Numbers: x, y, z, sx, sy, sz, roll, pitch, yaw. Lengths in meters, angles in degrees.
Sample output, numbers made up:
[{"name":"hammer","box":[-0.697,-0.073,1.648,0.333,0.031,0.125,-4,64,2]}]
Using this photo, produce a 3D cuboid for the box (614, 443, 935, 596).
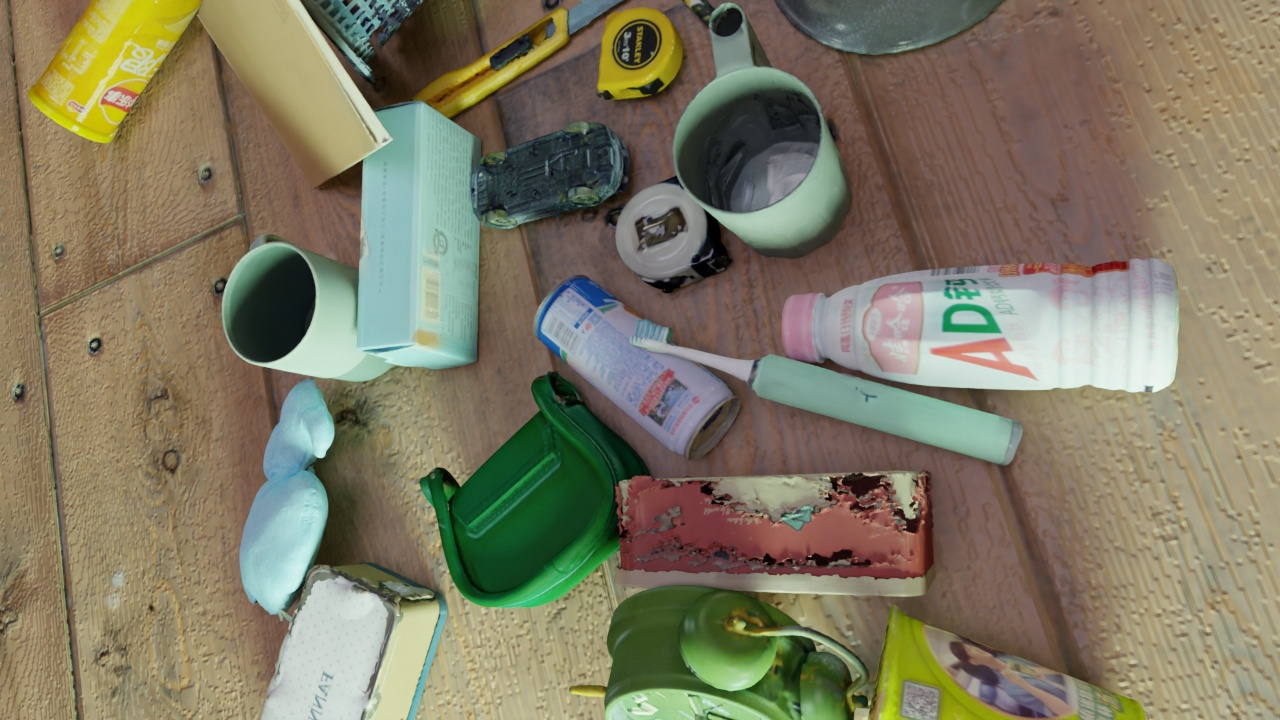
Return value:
[{"name":"box","box":[0.074,0.085,0.511,0.169,0.091,0.077,-4,83,22]}]

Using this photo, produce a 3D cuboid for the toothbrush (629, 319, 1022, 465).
[{"name":"toothbrush","box":[0.100,0.016,0.522,0.224,0.026,0.027,16,76,12]}]

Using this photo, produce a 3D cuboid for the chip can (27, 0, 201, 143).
[{"name":"chip can","box":[-0.437,-0.294,0.793,0.072,0.072,0.213,42,99,22]}]

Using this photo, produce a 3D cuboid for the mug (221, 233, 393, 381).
[{"name":"mug","box":[-0.229,-0.040,0.648,0.082,0.106,0.111,-40,70,13]}]

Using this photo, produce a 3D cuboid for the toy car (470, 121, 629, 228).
[{"name":"toy car","box":[-0.064,-0.125,0.632,0.121,0.036,0.054,-9,79,28]}]

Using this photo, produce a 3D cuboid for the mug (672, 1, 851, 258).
[{"name":"mug","box":[0.073,-0.129,0.538,0.084,0.103,0.124,-11,77,21]}]

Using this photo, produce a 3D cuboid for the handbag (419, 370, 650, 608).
[{"name":"handbag","box":[-0.069,0.086,0.583,0.131,0.068,0.120,-44,68,11]}]

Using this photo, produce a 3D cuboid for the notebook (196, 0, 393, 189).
[{"name":"notebook","box":[-0.240,-0.194,0.615,0.012,0.212,0.149,-39,110,-23]}]

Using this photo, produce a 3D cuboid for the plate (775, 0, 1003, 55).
[{"name":"plate","box":[0.160,-0.278,0.568,0.180,0.024,0.179,-3,81,22]}]

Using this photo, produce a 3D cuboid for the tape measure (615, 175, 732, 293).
[{"name":"tape measure","box":[0.019,-0.080,0.591,0.066,0.033,0.065,-22,73,18]}]

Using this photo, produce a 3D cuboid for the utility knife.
[{"name":"utility knife","box":[-0.090,-0.226,0.668,0.215,0.015,0.033,-27,75,16]}]

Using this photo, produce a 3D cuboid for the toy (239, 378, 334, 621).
[{"name":"toy","box":[-0.251,0.106,0.656,0.162,0.049,0.156,-48,42,35]}]

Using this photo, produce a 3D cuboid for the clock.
[{"name":"clock","box":[0.046,0.169,0.484,0.162,0.116,0.056,-36,27,40]}]

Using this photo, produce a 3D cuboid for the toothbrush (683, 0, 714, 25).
[{"name":"toothbrush","box":[-0.003,-0.298,0.642,0.012,0.017,0.186,-28,68,-23]}]

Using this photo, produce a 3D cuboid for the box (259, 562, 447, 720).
[{"name":"box","box":[-0.202,0.234,0.622,0.090,0.061,0.184,19,91,25]}]

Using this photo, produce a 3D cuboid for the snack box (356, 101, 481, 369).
[{"name":"snack box","box":[-0.152,-0.085,0.640,0.052,0.074,0.174,-4,80,22]}]

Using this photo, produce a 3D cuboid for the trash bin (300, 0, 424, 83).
[{"name":"trash bin","box":[-0.192,-0.345,0.638,0.195,0.226,0.226,-39,69,-1]}]

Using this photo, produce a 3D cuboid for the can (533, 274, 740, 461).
[{"name":"can","box":[-0.003,0.003,0.576,0.134,0.053,0.053,39,97,23]}]

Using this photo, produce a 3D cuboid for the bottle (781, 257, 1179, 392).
[{"name":"bottle","box":[0.177,-0.018,0.499,0.197,0.068,0.068,0,82,25]}]

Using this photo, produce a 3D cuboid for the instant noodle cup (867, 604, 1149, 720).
[{"name":"instant noodle cup","box":[0.175,0.191,0.449,0.123,0.111,0.111,11,86,17]}]

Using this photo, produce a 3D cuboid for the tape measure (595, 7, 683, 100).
[{"name":"tape measure","box":[0.001,-0.206,0.620,0.057,0.029,0.060,2,82,24]}]
